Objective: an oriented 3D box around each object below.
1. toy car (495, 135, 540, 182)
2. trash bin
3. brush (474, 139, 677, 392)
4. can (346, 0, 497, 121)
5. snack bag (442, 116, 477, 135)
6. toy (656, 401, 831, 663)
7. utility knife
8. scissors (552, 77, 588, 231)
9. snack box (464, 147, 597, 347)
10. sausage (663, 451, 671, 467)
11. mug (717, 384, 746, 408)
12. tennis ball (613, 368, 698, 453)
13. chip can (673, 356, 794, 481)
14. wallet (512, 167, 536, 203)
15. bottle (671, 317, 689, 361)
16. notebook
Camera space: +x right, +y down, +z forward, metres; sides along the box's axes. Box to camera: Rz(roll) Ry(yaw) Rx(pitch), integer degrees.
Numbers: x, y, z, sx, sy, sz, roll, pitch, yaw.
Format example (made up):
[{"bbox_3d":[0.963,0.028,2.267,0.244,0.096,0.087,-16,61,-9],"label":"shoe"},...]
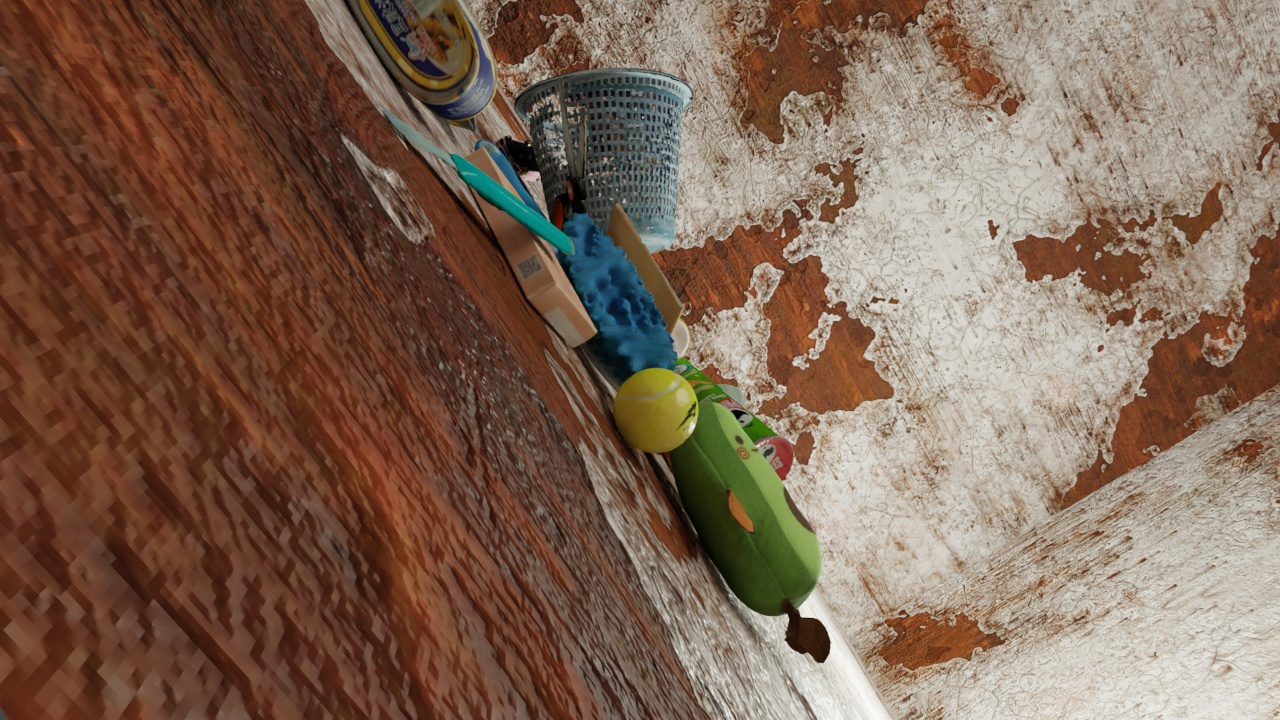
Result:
[{"bbox_3d":[-0.158,-0.261,1.202,0.056,0.037,0.122,60,16,0],"label":"toy car"},{"bbox_3d":[-0.040,-0.234,1.153,0.226,0.227,0.195,24,62,-84],"label":"trash bin"},{"bbox_3d":[-0.070,-0.101,0.814,0.314,0.060,0.110,61,-25,14],"label":"brush"},{"bbox_3d":[-0.164,-0.250,0.680,0.148,0.075,0.049,59,6,3],"label":"can"},{"bbox_3d":[-0.189,-0.273,0.844,0.110,0.039,0.191,50,5,-31],"label":"snack bag"},{"bbox_3d":[0.093,0.140,0.786,0.246,0.090,0.227,61,1,11],"label":"toy"},{"bbox_3d":[-0.102,-0.116,0.633,0.209,0.013,0.029,32,26,-55],"label":"utility knife"},{"bbox_3d":[-0.064,-0.145,0.862,0.222,0.021,0.221,-155,-129,-72],"label":"scissors"},{"bbox_3d":[-0.089,-0.089,0.722,0.157,0.026,0.084,61,4,31],"label":"snack box"},{"bbox_3d":[0.022,0.067,0.962,0.021,0.021,0.165,56,4,-33],"label":"sausage"},{"bbox_3d":[0.098,0.104,1.211,0.112,0.082,0.106,126,-37,-50],"label":"mug"},{"bbox_3d":[0.012,0.038,0.705,0.065,0.065,0.065,58,4,-6],"label":"tennis ball"},{"bbox_3d":[0.089,0.070,1.094,0.072,0.072,0.236,56,-8,-35],"label":"chip can"},{"bbox_3d":[-0.112,-0.143,0.957,0.096,0.020,0.122,56,6,-34],"label":"wallet"},{"bbox_3d":[0.012,-0.029,1.162,0.108,0.063,0.063,6,-45,56],"label":"bottle"},{"bbox_3d":[-0.009,-0.067,1.075,0.147,0.008,0.208,59,-23,18],"label":"notebook"}]
